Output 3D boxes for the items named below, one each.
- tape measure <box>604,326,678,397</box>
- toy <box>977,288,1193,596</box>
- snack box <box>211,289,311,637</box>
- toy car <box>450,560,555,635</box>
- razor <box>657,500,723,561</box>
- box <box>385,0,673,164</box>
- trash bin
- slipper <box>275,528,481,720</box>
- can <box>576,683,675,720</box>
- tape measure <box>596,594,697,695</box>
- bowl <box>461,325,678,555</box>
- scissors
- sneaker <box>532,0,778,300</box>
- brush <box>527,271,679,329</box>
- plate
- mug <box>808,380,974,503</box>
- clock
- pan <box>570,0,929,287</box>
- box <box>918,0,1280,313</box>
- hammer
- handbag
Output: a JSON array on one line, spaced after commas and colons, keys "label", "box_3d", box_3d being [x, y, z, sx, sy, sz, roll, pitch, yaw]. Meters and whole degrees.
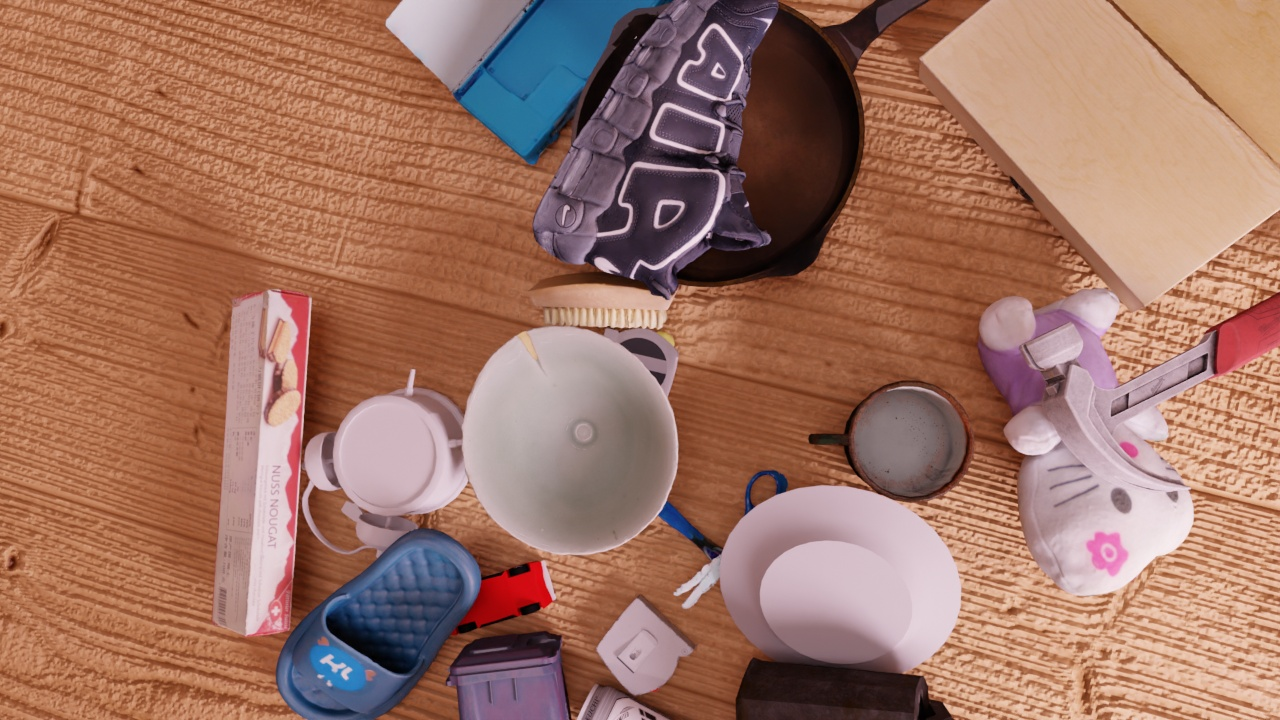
[{"label": "tape measure", "box_3d": [-0.004, 0.004, 0.744, 0.065, 0.016, 0.064, 12, 88, 9]}, {"label": "toy", "box_3d": [0.305, 0.056, 0.651, 0.137, 0.086, 0.209, -7, 75, -25]}, {"label": "snack box", "box_3d": [-0.310, 0.081, 0.754, 0.077, 0.044, 0.272, -4, 82, 44]}, {"label": "toy car", "box_3d": [-0.117, 0.191, 0.741, 0.089, 0.025, 0.038, -18, 84, 9]}, {"label": "razor", "box_3d": [0.029, 0.125, 0.728, 0.141, 0.018, 0.044, 39, 91, 10]}, {"label": "box", "box_3d": [-0.070, -0.305, 0.753, 0.167, 0.075, 0.243, 41, 92, -20]}, {"label": "trash bin", "box_3d": [-0.098, 0.294, 0.697, 0.092, 0.094, 0.160, -6, 86, -1]}, {"label": "slipper", "box_3d": [-0.207, 0.219, 0.721, 0.104, 0.059, 0.214, 44, 106, -5]}, {"label": "can", "box_3d": [0.004, 0.291, 0.705, 0.106, 0.044, 0.044, 25, 89, 10]}, {"label": "tape measure", "box_3d": [0.002, 0.227, 0.722, 0.060, 0.020, 0.062, 41, 92, 10]}, {"label": "bowl", "box_3d": [-0.048, 0.059, 0.717, 0.174, 0.067, 0.174, 1, 93, 14]}, {"label": "scissors", "box_3d": [0.073, 0.142, 0.713, 0.134, 0.016, 0.073, -36, 83, -5]}, {"label": "sneaker", "box_3d": [0.047, -0.149, 0.661, 0.151, 0.097, 0.253, 37, 99, 7]}, {"label": "brush", "box_3d": [-0.029, -0.048, 0.737, 0.117, 0.049, 0.039, 4, 108, 8]}, {"label": "plate", "box_3d": [0.142, 0.171, 0.665, 0.173, 0.019, 0.173, 6, 115, 14]}, {"label": "mug", "box_3d": [0.180, 0.059, 0.678, 0.111, 0.081, 0.085, 1, 85, 9]}, {"label": "clock", "box_3d": [-0.208, 0.089, 0.750, 0.159, 0.061, 0.120, -44, 82, 8]}, {"label": "pan", "box_3d": [0.112, -0.206, 0.714, 0.356, 0.043, 0.248, -36, 80, 11]}, {"label": "box", "box_3d": [0.384, -0.206, 0.678, 0.257, 0.076, 0.247, -36, 78, -2]}, {"label": "hammer", "box_3d": [0.414, -0.015, 0.624, 0.315, 0.036, 0.126, -24, 82, -14]}, {"label": "handbag", "box_3d": [0.177, 0.318, 0.646, 0.200, 0.102, 0.197, -2, 85, 25]}]
